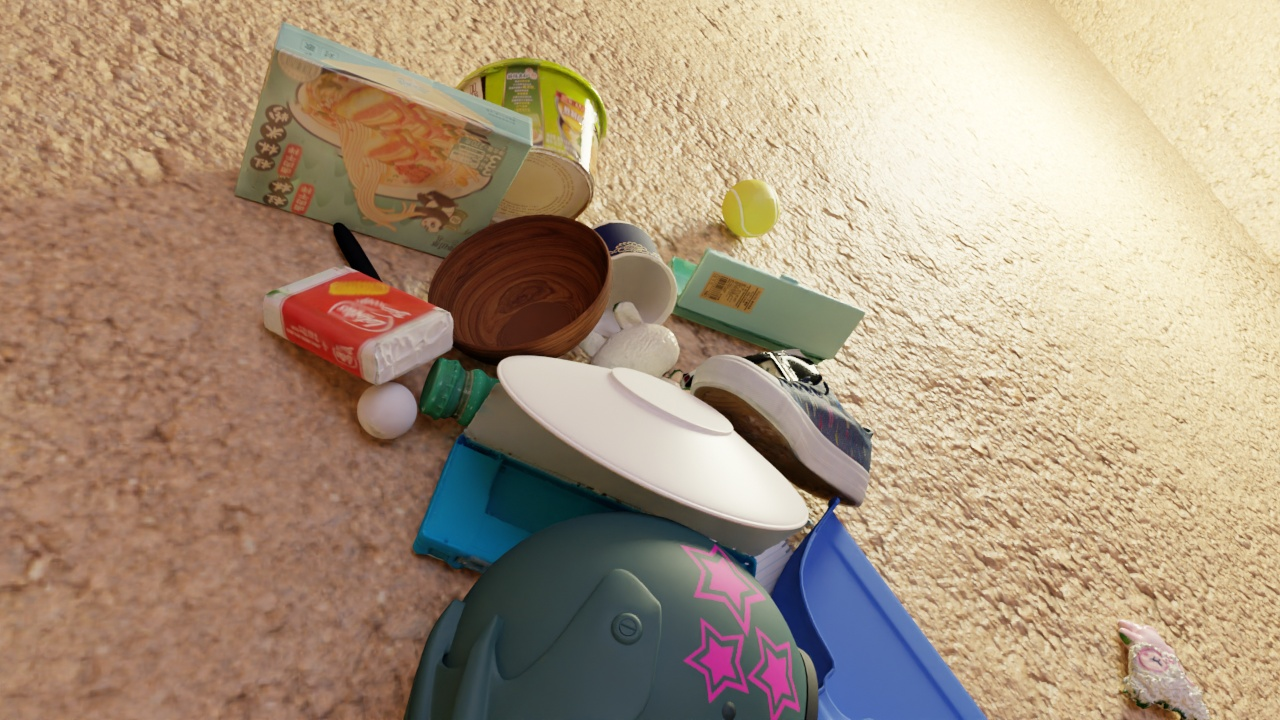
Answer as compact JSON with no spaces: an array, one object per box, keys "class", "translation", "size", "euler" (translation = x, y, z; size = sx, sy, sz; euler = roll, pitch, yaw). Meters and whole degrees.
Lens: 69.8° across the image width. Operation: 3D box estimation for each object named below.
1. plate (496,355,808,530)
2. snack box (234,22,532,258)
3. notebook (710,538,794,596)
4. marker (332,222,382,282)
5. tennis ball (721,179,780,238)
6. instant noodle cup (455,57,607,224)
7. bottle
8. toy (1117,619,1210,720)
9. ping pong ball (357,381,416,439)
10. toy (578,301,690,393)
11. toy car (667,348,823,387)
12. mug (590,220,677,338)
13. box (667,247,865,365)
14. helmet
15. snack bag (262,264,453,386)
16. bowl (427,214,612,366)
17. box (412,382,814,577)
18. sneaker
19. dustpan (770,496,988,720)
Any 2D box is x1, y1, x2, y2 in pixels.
[{"class":"plate","translation":[0.015,0.039,0.616],"size":[0.229,0.030,0.229],"euler":[25,10,-5]},{"class":"snack box","translation":[-0.201,-0.161,0.720],"size":[0.193,0.142,0.044],"euler":[15,46,-26]},{"class":"notebook","translation":[0.095,0.219,0.697],"size":[0.177,0.013,0.245],"euler":[-19,66,-43]},{"class":"marker","translation":[-0.207,-0.058,0.718],"size":[0.134,0.018,0.015],"euler":[55,1,18]},{"class":"tennis ball","translation":[0.124,-0.170,1.031],"size":[0.065,0.065,0.065],"euler":[20,44,-21]},{"class":"instant noodle cup","translation":[-0.102,-0.187,0.825],"size":[0.146,0.147,0.097],"euler":[13,58,-27]},{"class":"bottle","translation":[-0.060,0.049,0.691],"size":[0.209,0.068,0.068],"euler":[19,44,-22]},{"class":"toy","translation":[0.514,0.303,0.914],"size":[0.095,0.041,0.108],"euler":[25,36,-14]},{"class":"ping pong ball","translation":[-0.176,0.035,0.638],"size":[0.040,0.040,0.040],"euler":[20,44,-21]},{"class":"toy","translation":[-0.005,0.005,0.773],"size":[0.087,0.050,0.112],"euler":[-40,78,-14]},{"class":"toy car","translation":[0.099,0.029,0.828],"size":[0.191,0.071,0.094],"euler":[-8,60,-42]},{"class":"mug","translation":[-0.016,-0.069,0.827],"size":[0.089,0.086,0.112],"euler":[-111,178,-53]},{"class":"box","translation":[0.126,-0.066,0.917],"size":[0.188,0.093,0.077],"euler":[20,45,-21]},{"class":"helmet","translation":[-0.034,0.208,0.493],"size":[0.200,0.177,0.274],"euler":[34,54,-14]},{"class":"snack bag","translation":[-0.198,-0.027,0.647],"size":[0.116,0.036,0.076],"euler":[23,34,26]},{"class":"bowl","translation":[-0.089,-0.043,0.739],"size":[0.147,0.069,0.147],"euler":[-7,49,8]},{"class":"box","translation":[-0.014,0.112,0.622],"size":[0.243,0.115,0.093],"euler":[25,45,-12]},{"class":"sneaker","translation":[0.124,0.045,0.757],"size":[0.235,0.088,0.079],"euler":[38,68,-42]},{"class":"dustpan","translation":[0.152,0.239,0.667],"size":[0.256,0.060,0.245],"euler":[-20,67,-41]}]
